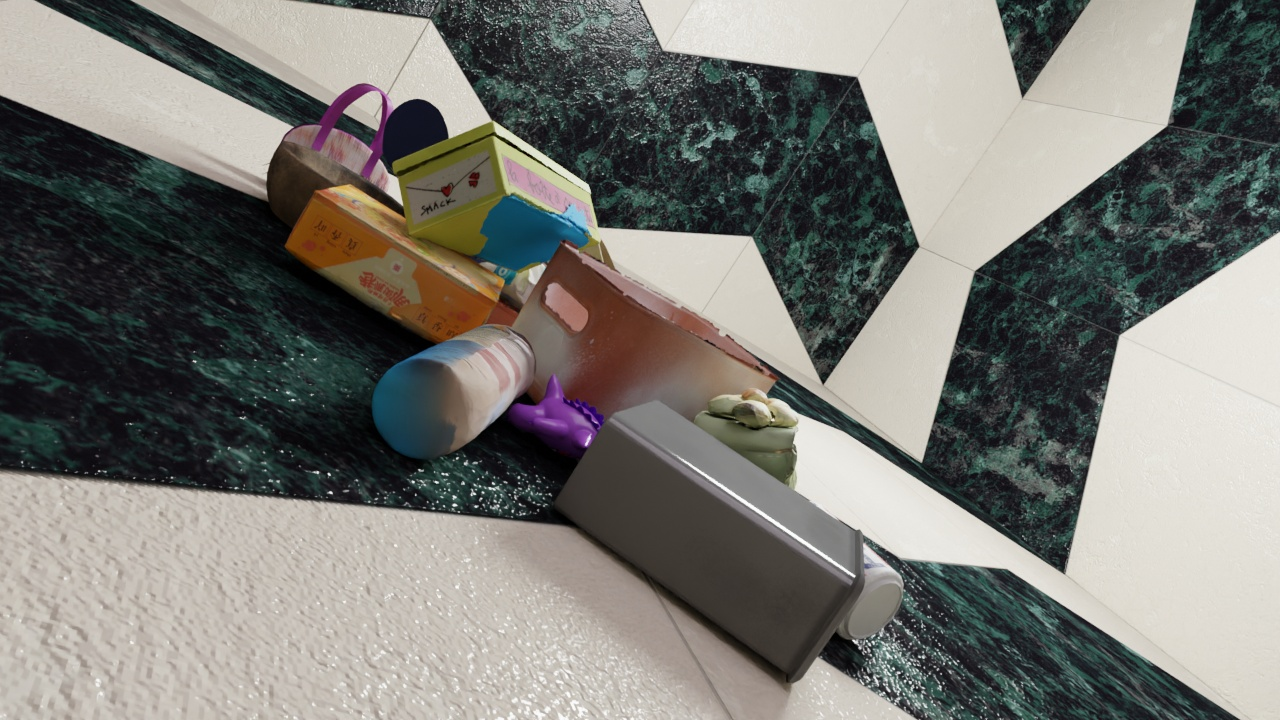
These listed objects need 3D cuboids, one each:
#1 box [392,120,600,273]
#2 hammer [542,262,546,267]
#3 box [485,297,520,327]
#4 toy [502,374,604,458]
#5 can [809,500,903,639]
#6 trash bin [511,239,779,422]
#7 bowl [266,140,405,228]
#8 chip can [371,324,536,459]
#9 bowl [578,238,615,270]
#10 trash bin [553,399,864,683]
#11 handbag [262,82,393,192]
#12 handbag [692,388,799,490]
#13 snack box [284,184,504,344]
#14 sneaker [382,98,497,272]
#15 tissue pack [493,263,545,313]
[{"bbox_3d":[-0.142,-0.162,0.966,0.220,0.125,0.082,8,66,-66],"label":"box"},{"bbox_3d":[-0.041,-0.043,1.302,0.300,0.028,0.111,40,-6,-28],"label":"hammer"},{"bbox_3d":[-0.215,-0.078,1.101,0.186,0.060,0.057,30,41,-14],"label":"box"},{"bbox_3d":[-0.065,0.057,0.834,0.088,0.056,0.106,35,9,21],"label":"toy"},{"bbox_3d":[0.179,0.196,0.879,0.078,0.078,0.136,26,11,-40],"label":"can"},{"bbox_3d":[-0.006,0.006,1.008,0.259,0.157,0.181,26,11,-43],"label":"trash bin"},{"bbox_3d":[-0.352,-0.178,1.051,0.162,0.070,0.162,32,9,-6],"label":"bowl"},{"bbox_3d":[-0.139,0.018,0.731,0.080,0.080,0.229,33,9,-2],"label":"chip can"},{"bbox_3d":[-0.052,-0.080,1.191,0.152,0.050,0.152,-18,89,-85],"label":"bowl"},{"bbox_3d":[0.064,0.134,0.752,0.220,0.098,0.191,33,9,10],"label":"trash bin"},{"bbox_3d":[-0.367,-0.263,1.138,0.144,0.170,0.068,27,11,-36],"label":"handbag"},{"bbox_3d":[0.109,0.090,0.947,0.113,0.116,0.186,10,-17,13],"label":"handbag"},{"bbox_3d":[-0.242,-0.090,0.925,0.195,0.081,0.145,32,8,-12],"label":"snack box"},{"bbox_3d":[-0.227,-0.200,1.103,0.118,0.091,0.233,44,18,-55],"label":"sneaker"},{"bbox_3d":[-0.172,-0.105,1.174,0.209,0.066,0.117,25,-11,35],"label":"tissue pack"}]
